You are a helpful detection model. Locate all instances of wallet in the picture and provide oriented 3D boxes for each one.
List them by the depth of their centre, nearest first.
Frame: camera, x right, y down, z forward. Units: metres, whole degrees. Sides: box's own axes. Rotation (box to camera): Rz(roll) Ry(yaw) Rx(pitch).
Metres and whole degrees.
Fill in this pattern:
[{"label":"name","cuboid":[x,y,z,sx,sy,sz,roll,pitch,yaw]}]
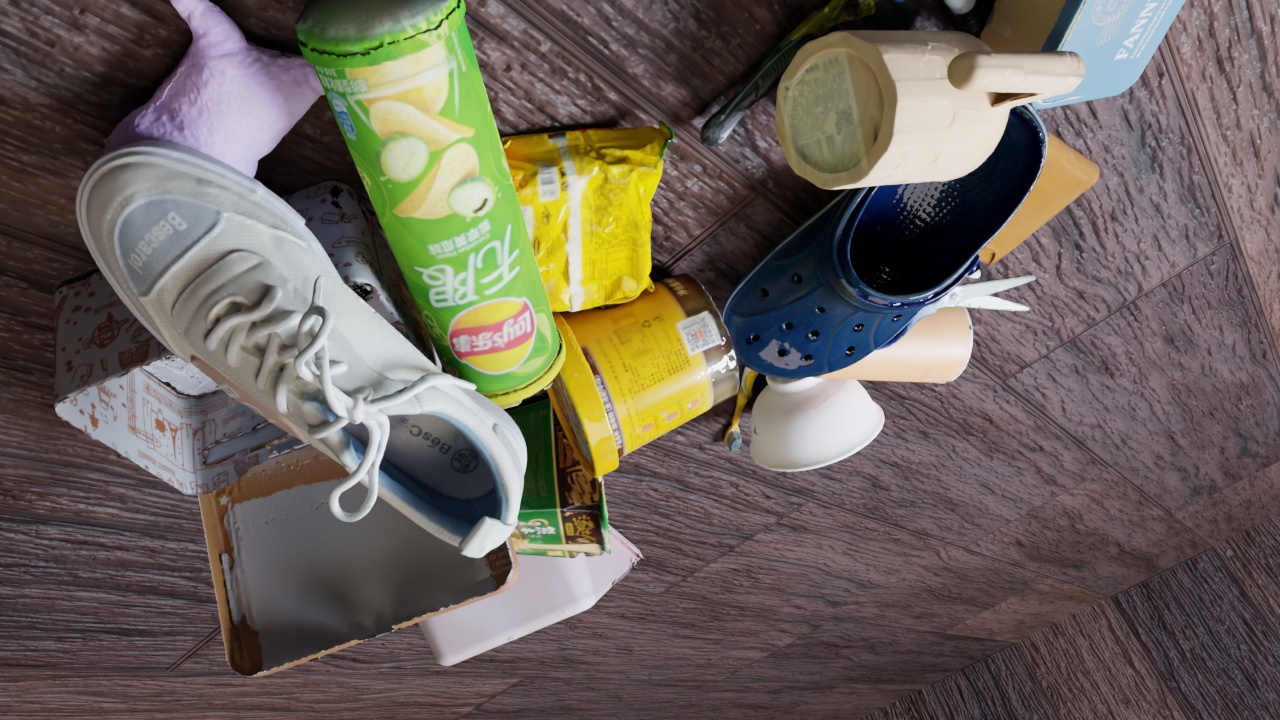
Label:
[{"label":"wallet","cuboid":[0.258,-0.122,0.664,0.131,0.031,0.108,13,132,-40]}]

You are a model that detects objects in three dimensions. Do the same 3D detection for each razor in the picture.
[{"label":"razor","cuboid":[0.086,-0.169,0.503,0.143,0.022,0.042,-39,160,24]}]

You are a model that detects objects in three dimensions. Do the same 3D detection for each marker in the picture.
[{"label":"marker","cuboid":[0.161,-0.209,0.490,0.130,0.018,0.022,25,93,-49]}]

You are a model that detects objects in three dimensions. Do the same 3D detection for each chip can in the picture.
[{"label":"chip can","cuboid":[-0.094,-0.075,0.450,0.072,0.072,0.222,-18,133,-6]}]

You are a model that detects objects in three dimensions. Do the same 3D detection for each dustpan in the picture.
[{"label":"dustpan","cuboid":[-0.130,0.200,0.935,0.222,0.139,0.273,-24,175,2]}]

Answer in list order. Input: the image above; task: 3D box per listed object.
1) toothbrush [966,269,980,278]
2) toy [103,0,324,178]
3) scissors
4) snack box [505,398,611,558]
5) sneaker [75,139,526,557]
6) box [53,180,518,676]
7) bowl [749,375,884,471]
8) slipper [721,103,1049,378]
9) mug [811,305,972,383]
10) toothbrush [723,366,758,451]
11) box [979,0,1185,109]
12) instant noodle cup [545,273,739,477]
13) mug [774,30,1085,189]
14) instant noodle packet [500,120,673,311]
[{"label":"toothbrush","cuboid":[0.212,-0.085,0.704,0.179,0.016,0.016,12,142,-40]},{"label":"toy","cuboid":[-0.196,-0.108,0.415,0.108,0.039,0.083,-39,143,22]},{"label":"scissors","cuboid":[0.228,-0.057,0.696,0.171,0.012,0.141,-32,118,-5]},{"label":"snack box","cuboid":[-0.081,0.095,0.723,0.105,0.118,0.118,-7,146,-4]},{"label":"sneaker","cuboid":[-0.147,0.006,0.411,0.089,0.090,0.242,-43,113,9]},{"label":"box","cuboid":[-0.195,0.042,0.504,0.180,0.226,0.156,-19,163,-1]},{"label":"bowl","cuboid":[0.140,0.035,0.780,0.118,0.118,0.065,-22,110,1]},{"label":"slipper","cuboid":[0.160,-0.066,0.604,0.105,0.095,0.253,42,116,-8]},{"label":"mug","cuboid":[0.193,-0.018,0.742,0.122,0.078,0.078,-2,143,-19]},{"label":"toothbrush","cuboid":[0.093,0.028,0.798,0.016,0.018,0.192,-14,147,-15]},{"label":"box","cuboid":[0.248,-0.216,0.478,0.089,0.059,0.185,-16,141,-20]},{"label":"instant noodle cup","cuboid":[-0.004,0.004,0.625,0.114,0.118,0.119,-23,148,-11]},{"label":"mug","cuboid":[0.149,-0.137,0.484,0.103,0.084,0.125,-15,-172,-39]},{"label":"instant noodle packet","cuboid":[-0.040,-0.081,0.540,0.110,0.044,0.129,-10,144,-13]}]
